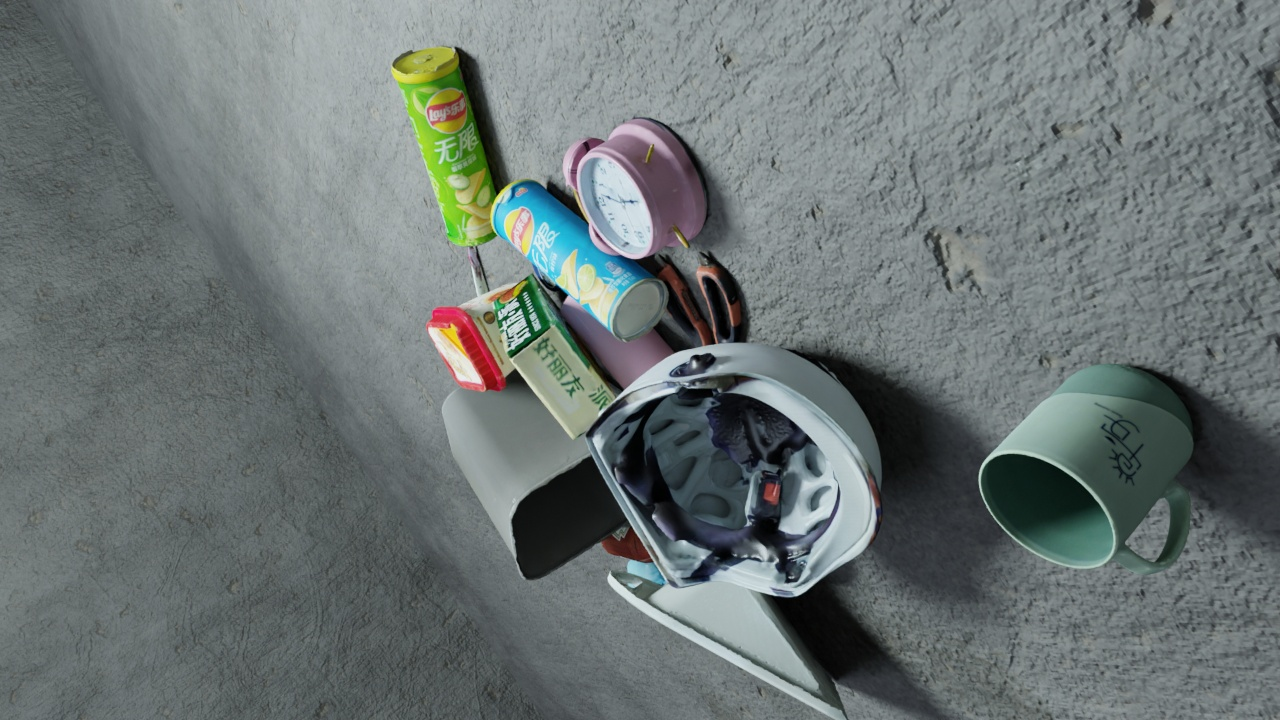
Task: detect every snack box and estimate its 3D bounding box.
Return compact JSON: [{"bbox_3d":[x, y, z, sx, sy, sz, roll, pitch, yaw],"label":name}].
[{"bbox_3d":[-0.097,-0.011,0.994,0.114,0.063,0.240,53,180,-20],"label":"snack box"}]

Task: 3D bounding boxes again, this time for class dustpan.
[{"bbox_3d":[0.091,0.309,1.028,0.257,0.142,0.222,56,-178,11],"label":"dustpan"}]

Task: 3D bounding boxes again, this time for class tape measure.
[{"bbox_3d":[-0.101,-0.107,1.044,0.058,0.025,0.055,57,156,4],"label":"tape measure"}]

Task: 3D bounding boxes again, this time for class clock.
[{"bbox_3d":[-0.013,-0.147,0.816,0.159,0.059,0.117,12,131,56],"label":"clock"}]

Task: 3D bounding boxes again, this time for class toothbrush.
[{"bbox_3d":[-0.225,-0.134,1.227,0.017,0.016,0.188,42,152,40],"label":"toothbrush"}]

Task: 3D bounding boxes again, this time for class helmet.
[{"bbox_3d":[0.096,0.077,0.801,0.259,0.145,0.229,-21,109,36],"label":"helmet"}]

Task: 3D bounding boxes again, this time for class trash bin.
[{"bbox_3d":[-0.136,0.129,1.215,0.220,0.198,0.199,45,151,34],"label":"trash bin"}]

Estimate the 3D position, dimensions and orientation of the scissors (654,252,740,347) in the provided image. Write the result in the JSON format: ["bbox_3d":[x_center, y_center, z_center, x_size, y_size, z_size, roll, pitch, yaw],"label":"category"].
[{"bbox_3d":[0.068,-0.013,0.893,0.213,0.015,0.198,48,153,9],"label":"scissors"}]

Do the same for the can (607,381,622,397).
[{"bbox_3d":[-0.057,0.048,1.119,0.147,0.058,0.058,34,147,35],"label":"can"}]

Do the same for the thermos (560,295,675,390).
[{"bbox_3d":[-0.006,0.006,0.942,0.198,0.087,0.067,51,138,17],"label":"thermos"}]

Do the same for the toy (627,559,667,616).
[{"bbox_3d":[0.026,0.325,1.321,0.156,0.049,0.162,27,135,42],"label":"toy"}]

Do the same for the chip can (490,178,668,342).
[{"bbox_3d":[-0.065,-0.104,0.918,0.210,0.071,0.071,41,151,34],"label":"chip can"}]

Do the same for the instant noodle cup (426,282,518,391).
[{"bbox_3d":[-0.183,-0.036,1.151,0.116,0.124,0.117,5,126,56],"label":"instant noodle cup"}]

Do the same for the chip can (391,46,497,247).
[{"bbox_3d":[-0.209,-0.231,1.022,0.072,0.072,0.222,31,145,38],"label":"chip can"}]

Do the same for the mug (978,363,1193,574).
[{"bbox_3d":[0.277,0.068,0.543,0.111,0.106,0.082,48,152,14],"label":"mug"}]

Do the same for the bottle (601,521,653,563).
[{"bbox_3d":[0.015,0.245,1.236,0.206,0.059,0.060,-7,116,60],"label":"bottle"}]
